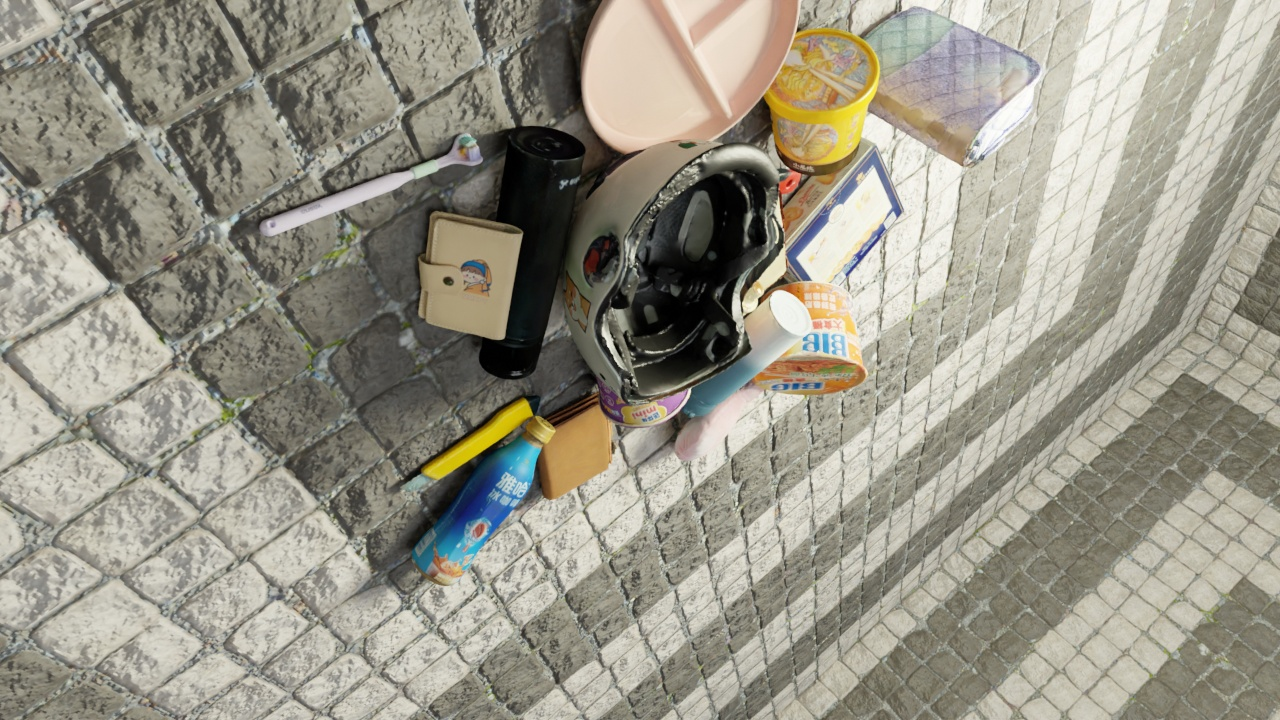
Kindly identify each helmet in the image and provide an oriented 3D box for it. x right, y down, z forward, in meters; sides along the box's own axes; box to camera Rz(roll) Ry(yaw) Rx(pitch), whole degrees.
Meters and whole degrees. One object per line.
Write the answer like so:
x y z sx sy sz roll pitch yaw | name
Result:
0.013 -0.100 0.902 0.229 0.157 0.275 -19 129 -39 | helmet

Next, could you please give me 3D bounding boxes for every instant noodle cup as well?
-0.006 0.006 1.045 0.111 0.111 0.099 -36 137 -16 | instant noodle cup
0.189 -0.268 0.975 0.118 0.118 0.114 -40 153 -11 | instant noodle cup
0.218 -0.030 1.203 0.151 0.152 0.111 37 50 -56 | instant noodle cup

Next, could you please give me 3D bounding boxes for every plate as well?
0.044 -0.286 0.835 0.229 0.028 0.230 -25 148 -17 | plate

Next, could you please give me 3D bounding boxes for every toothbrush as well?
-0.214 -0.139 0.739 0.188 0.029 0.021 -29 180 -24 | toothbrush

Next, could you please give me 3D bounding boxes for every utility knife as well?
-0.185 0.090 1.008 0.180 0.015 0.033 -34 140 -18 | utility knife

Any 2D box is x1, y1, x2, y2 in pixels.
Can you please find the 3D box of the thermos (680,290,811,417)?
0.118 -0.002 1.143 0.070 0.070 0.221 -11 157 -42 | thermos

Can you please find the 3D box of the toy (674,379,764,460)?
0.109 0.078 1.270 0.159 0.054 0.121 -40 175 -18 | toy

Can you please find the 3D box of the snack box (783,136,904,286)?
0.253 -0.176 1.194 0.178 0.046 0.182 -49 146 2 | snack box

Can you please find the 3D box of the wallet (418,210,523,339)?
-0.157 -0.075 0.826 0.087 0.024 0.115 13 127 -4 | wallet

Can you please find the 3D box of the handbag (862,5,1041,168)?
0.329 -0.303 1.016 0.134 0.194 0.076 -39 148 -12 | handbag

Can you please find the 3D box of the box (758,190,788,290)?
0.118 -0.134 1.043 0.091 0.075 0.168 -36 150 -8 | box

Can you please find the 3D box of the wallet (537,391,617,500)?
-0.079 0.105 1.126 0.107 0.031 0.132 -28 142 -22 | wallet

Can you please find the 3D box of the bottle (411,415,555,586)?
-0.173 0.156 1.044 0.219 0.065 0.065 -52 146 6 | bottle

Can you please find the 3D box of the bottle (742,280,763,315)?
0.083 -0.058 1.051 0.066 0.066 0.150 -10 169 -42 | bottle

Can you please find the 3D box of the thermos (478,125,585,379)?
-0.105 -0.100 0.871 0.089 0.068 0.243 -56 166 -52 | thermos

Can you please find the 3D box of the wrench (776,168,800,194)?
0.090 -0.201 1.015 0.272 0.016 0.056 -6 133 -44 | wrench
